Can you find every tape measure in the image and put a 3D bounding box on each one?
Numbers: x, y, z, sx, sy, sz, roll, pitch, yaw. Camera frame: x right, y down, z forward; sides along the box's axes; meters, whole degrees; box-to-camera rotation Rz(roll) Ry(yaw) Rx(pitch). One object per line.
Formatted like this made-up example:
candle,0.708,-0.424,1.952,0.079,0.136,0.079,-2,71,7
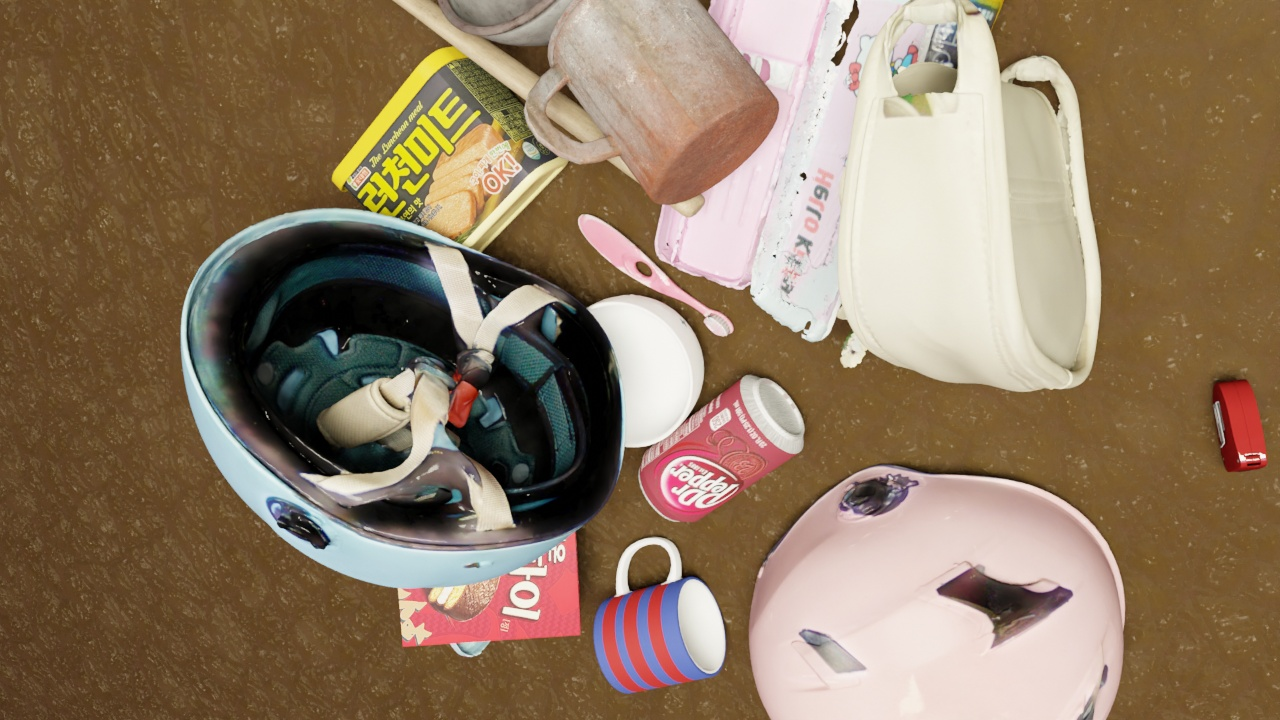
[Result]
tape measure,0.346,0.038,0.534,0.019,0.059,0.051,-10,76,24

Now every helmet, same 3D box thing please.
helmet,-0.152,0.034,0.566,0.265,0.224,0.167,31,133,-15
helmet,0.190,0.193,0.603,0.256,0.152,0.230,-26,96,21

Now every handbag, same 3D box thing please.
handbag,0.155,-0.072,0.474,0.132,0.228,0.184,5,101,32

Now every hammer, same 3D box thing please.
hammer,-0.096,-0.193,0.568,0.331,0.119,0.031,35,118,5

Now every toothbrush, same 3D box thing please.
toothbrush,0.009,-0.059,0.640,0.135,0.016,0.022,37,118,3

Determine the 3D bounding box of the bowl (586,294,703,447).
bowl,-0.004,0.004,0.648,0.105,0.054,0.105,6,109,20

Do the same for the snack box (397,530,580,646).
snack box,-0.115,0.132,0.694,0.132,0.036,0.152,-3,98,-3

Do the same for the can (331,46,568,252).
can,-0.130,-0.133,0.634,0.131,0.072,0.101,-39,96,29

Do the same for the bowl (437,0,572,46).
bowl,-0.048,-0.246,0.542,0.145,0.067,0.144,-11,71,35

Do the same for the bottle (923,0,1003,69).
bottle,0.152,-0.131,0.536,0.053,0.053,0.186,21,116,12

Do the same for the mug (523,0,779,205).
mug,0.000,-0.146,0.512,0.123,0.096,0.110,-33,73,-9

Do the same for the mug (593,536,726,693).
mug,0.011,0.196,0.717,0.076,0.074,0.112,-22,75,26

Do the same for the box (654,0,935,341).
box,0.089,-0.130,0.556,0.156,0.058,0.202,30,120,30

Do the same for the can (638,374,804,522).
can,0.056,0.064,0.644,0.114,0.063,0.063,-40,93,29

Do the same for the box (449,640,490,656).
box,-0.153,0.126,0.726,0.090,0.092,0.214,-23,102,47
